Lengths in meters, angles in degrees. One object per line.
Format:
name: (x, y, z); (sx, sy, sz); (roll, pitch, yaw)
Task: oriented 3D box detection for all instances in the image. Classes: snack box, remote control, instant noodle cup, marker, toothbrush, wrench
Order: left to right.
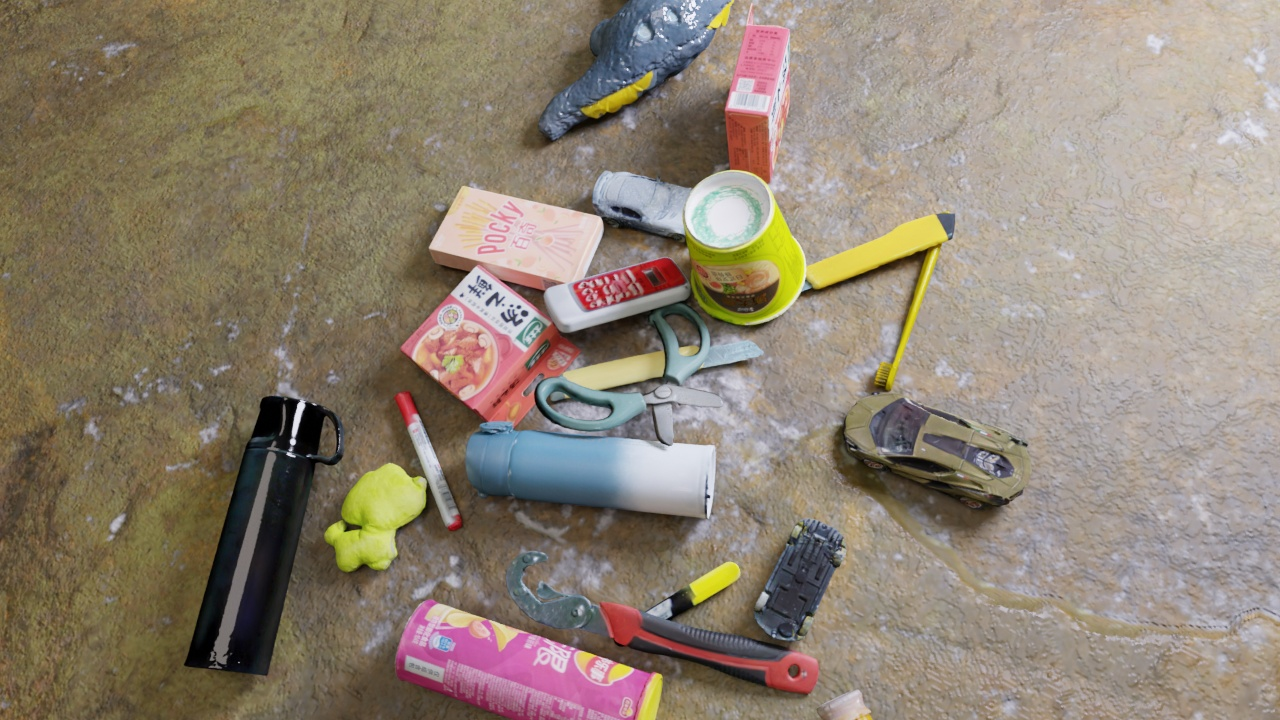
marker: (-0.199, 0.093, 0.859); (0.017, 0.017, 0.145); (-27, 68, -3)
snack box: (-0.143, -0.011, 0.876); (0.127, 0.044, 0.113); (36, 77, 19)
snack box: (-0.124, -0.121, 0.921); (0.157, 0.026, 0.084); (15, 64, 12)
remote control: (-0.022, -0.064, 0.868); (0.135, 0.020, 0.056); (-16, 48, -16)
wrench: (0.014, 0.224, 0.767); (0.273, 0.016, 0.056); (17, 84, 8)
marker: (0.031, 0.208, 0.784); (0.124, 0.015, 0.018); (-31, 75, -1)
instant noodle cup: (0.088, -0.106, 0.831); (0.112, 0.123, 0.111); (-6, 67, 14)
snack box: (0.119, -0.258, 0.897); (0.044, 0.113, 0.127); (10, 71, 13)
toothbrush: (0.254, -0.058, 0.853); (0.017, 0.016, 0.189); (17, 72, 21)

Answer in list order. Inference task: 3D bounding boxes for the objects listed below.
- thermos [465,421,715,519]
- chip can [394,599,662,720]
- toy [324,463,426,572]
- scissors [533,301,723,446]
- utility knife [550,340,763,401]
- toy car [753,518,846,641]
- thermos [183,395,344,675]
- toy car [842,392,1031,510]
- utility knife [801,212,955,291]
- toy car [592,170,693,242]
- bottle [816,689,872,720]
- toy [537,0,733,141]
thermos: (-0.045, 0.096, 0.809); (0.220, 0.070, 0.070); (5, 70, 10)
chip can: (-0.091, 0.259, 0.750); (0.211, 0.071, 0.071); (14, 71, 14)
toy: (-0.243, 0.142, 0.839); (0.097, 0.031, 0.100); (-5, 69, 8)
scissors: (-0.006, 0.005, 0.838); (0.171, 0.019, 0.169); (3, 49, 10)
utility knife: (0.013, 0.006, 0.861); (0.205, 0.021, 0.031); (-13, 71, 10)
toy car: (0.133, 0.185, 0.767); (0.049, 0.031, 0.105); (26, 73, 17)
thermos: (-0.331, 0.155, 0.825); (0.090, 0.068, 0.242); (2, 69, 14)
toy car: (0.252, 0.075, 0.789); (0.158, 0.042, 0.070); (18, 72, 17)
utility knife: (0.196, -0.093, 0.871); (0.216, 0.015, 0.033); (-20, 60, 7)
toy car: (0.011, -0.155, 0.916); (0.121, 0.037, 0.054); (17, 72, 11)
bottle: (0.189, 0.342, 0.678); (0.068, 0.068, 0.189); (-24, 68, -2)
toy: (0.025, -0.371, 0.976); (0.138, 0.091, 0.355); (17, 69, 43)
